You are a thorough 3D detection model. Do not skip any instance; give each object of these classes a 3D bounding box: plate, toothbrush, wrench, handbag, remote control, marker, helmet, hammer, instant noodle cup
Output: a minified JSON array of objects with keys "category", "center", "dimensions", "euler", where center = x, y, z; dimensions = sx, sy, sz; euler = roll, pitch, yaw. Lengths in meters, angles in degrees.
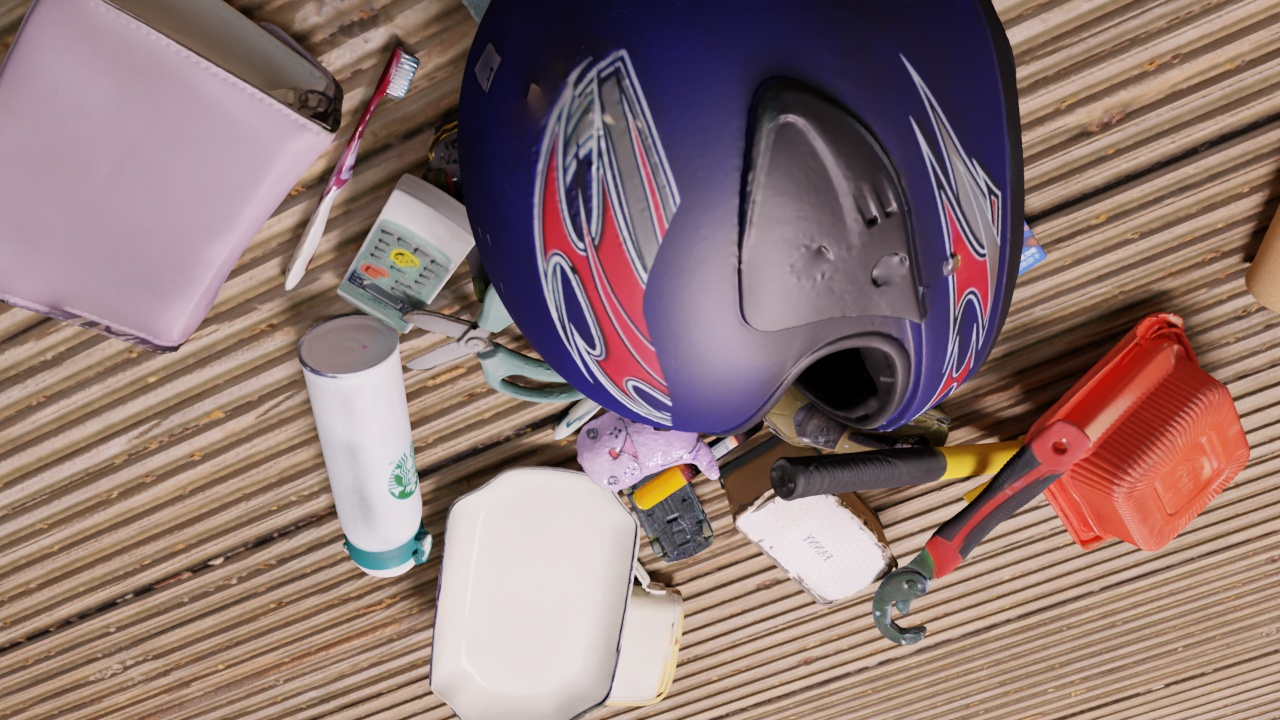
[{"category":"plate","center":[-0.092,0.204,0.784],"dimensions":[0.162,0.034,0.266],"euler":[6,109,-8]},{"category":"toothbrush","center":[-0.184,-0.113,0.572],"dimensions":[0.017,0.016,0.188],"euler":[18,125,-32]},{"category":"wrench","center":[0.263,0.144,0.741],"dimensions":[0.056,0.016,0.274],"euler":[34,128,12]},{"category":"handbag","center":[-0.277,-0.109,0.508],"dimensions":[0.145,0.098,0.197],"euler":[32,117,-27]},{"category":"remote control","center":[-0.147,-0.063,0.576],"dimensions":[0.056,0.019,0.135],"euler":[33,143,-16]},{"category":"marker","center":[0.047,0.080,0.737],"dimensions":[0.123,0.015,0.018],"euler":[-33,104,-7]},{"category":"helmet","center":[0.038,-0.078,0.474],"dimensions":[0.240,0.247,0.316],"euler":[-24,122,-11]},{"category":"handbag","center":[-0.043,0.231,0.851],"dimensions":[0.163,0.063,0.179],"euler":[6,113,-13]},{"category":"hammer","center":[0.229,0.082,0.722],"dimensions":[0.300,0.033,0.129],"euler":[0,130,-30]},{"category":"toothbrush","center":[-0.004,0.004,0.688],"dimensions":[0.016,0.018,0.192],"euler":[32,118,-29]},{"category":"instant noodle cup","center":[0.401,0.070,0.726],"dimensions":[0.164,0.079,0.189],"euler":[-46,126,1]}]

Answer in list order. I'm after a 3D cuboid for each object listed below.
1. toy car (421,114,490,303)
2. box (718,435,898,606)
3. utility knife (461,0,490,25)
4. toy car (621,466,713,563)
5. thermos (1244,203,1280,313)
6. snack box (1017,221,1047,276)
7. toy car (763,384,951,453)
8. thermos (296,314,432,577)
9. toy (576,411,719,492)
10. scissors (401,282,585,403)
[{"category":"toy car","center":[-0.087,-0.086,0.587],"dimensions":[0.071,0.041,0.156],"euler":[-12,136,3]},{"category":"box","center":[0.143,0.136,0.790],"dimensions":[0.090,0.061,0.184],"euler":[-32,124,16]},{"category":"utility knife","center":[-0.056,-0.157,0.552],"dimensions":[0.033,0.015,0.203],"euler":[-30,126,13]},{"category":"toy car","center":[0.020,0.119,0.774],"dimensions":[0.054,0.036,0.121],"euler":[-23,118,5]},{"category":"thermos","center":[0.482,-0.100,0.629],"dimensions":[0.093,0.093,0.143],"euler":[-5,138,-4]},{"category":"snack box","center":[0.204,-0.100,0.626],"dimensions":[0.085,0.026,0.157],"euler":[-35,125,20]},{"category":"toy car","center":[0.173,0.049,0.735],"dimensions":[0.158,0.042,0.070],"euler":[13,126,-14]},{"category":"thermos","center":[-0.200,0.075,0.688],"dimensions":[0.073,0.073,0.225],"euler":[-2,129,-6]},{"category":"toy","center":[0.003,0.066,0.718],"dimensions":[0.108,0.039,0.084],"euler":[-18,90,6]},{"category":"scissors","center":[-0.068,-0.023,0.624],"dimensions":[0.170,0.019,0.179],"euler":[22,135,-40]}]
